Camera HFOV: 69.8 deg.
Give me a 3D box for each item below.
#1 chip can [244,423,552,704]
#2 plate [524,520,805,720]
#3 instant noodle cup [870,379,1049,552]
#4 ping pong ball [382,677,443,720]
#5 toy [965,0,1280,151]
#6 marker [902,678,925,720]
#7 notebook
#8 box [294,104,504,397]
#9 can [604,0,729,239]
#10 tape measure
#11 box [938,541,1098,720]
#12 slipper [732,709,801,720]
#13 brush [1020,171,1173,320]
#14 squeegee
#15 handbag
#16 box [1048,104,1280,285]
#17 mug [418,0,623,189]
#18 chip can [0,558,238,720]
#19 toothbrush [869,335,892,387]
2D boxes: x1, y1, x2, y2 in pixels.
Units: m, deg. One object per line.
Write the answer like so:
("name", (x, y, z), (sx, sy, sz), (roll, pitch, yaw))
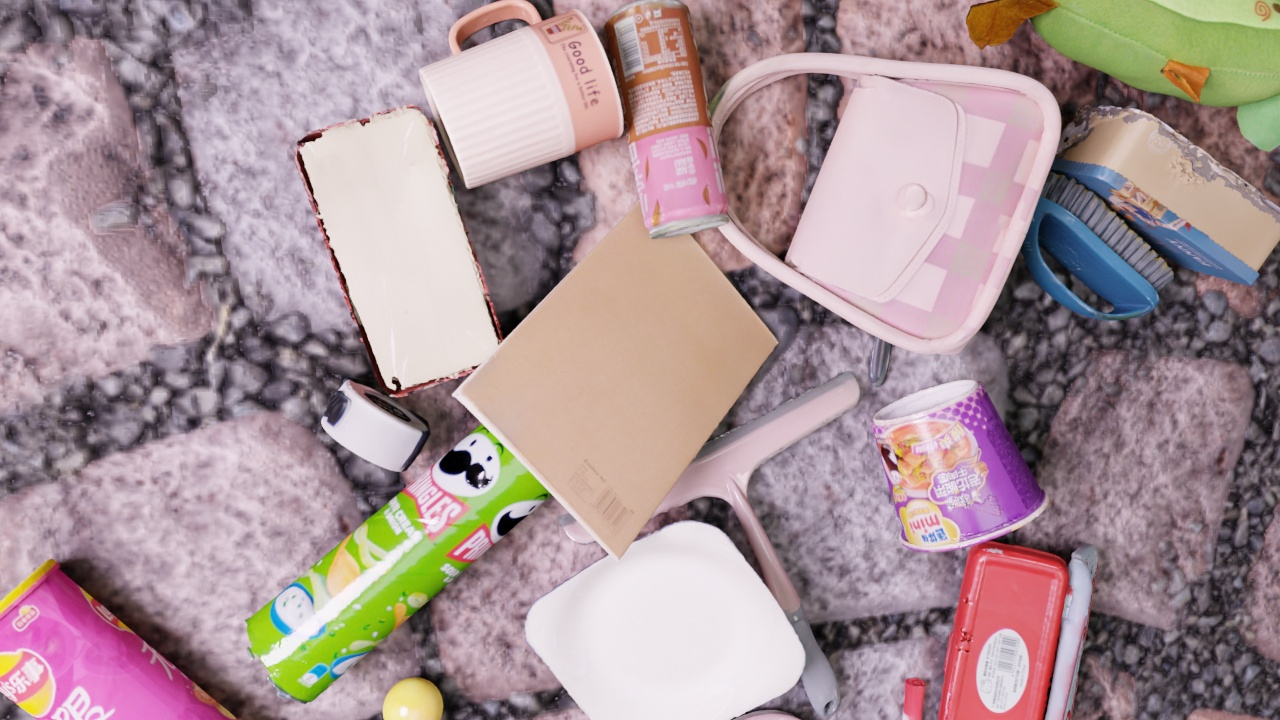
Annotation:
("chip can", (-0.145, 0.119, 0.602), (0.236, 0.072, 0.072), (-40, 104, -6))
("plate", (0.018, 0.195, 0.654), (0.164, 0.034, 0.164), (-31, 106, 9))
("instant noodle cup", (0.226, 0.074, 0.674), (0.111, 0.112, 0.099), (-25, 93, -10))
("ping pong ball", (-0.156, 0.238, 0.628), (0.040, 0.040, 0.040), (-2, 97, -14))
("toy", (0.355, -0.242, 0.642), (0.247, 0.090, 0.226), (19, 51, 1))
("marker", (0.218, 0.330, 0.745), (0.017, 0.017, 0.145), (1, 96, -14))
("notebook", (-0.004, 0.004, 0.609), (0.149, 0.012, 0.210), (49, 59, -15))
("box", (-0.146, -0.068, 0.576), (0.091, 0.076, 0.168), (-19, 101, -10))
("can", (0.018, -0.158, 0.607), (0.058, 0.058, 0.147), (-12, 93, -13))
("tape measure", (-0.170, 0.042, 0.588), (0.065, 0.066, 0.033), (32, 89, -16))
("box", (0.311, 0.246, 0.748), (0.119, 0.098, 0.201), (9, 96, 17))
("slipper", (0.041, 0.384, 0.688), (0.114, 0.054, 0.274), (41, 86, -15))
("brush", (0.342, -0.078, 0.707), (0.144, 0.055, 0.073), (35, 87, -16))
("squeegee", (0.104, 0.172, 0.687), (0.247, 0.040, 0.249), (-27, 103, -10))
("handbag", (0.152, -0.125, 0.641), (0.234, 0.093, 0.193), (21, 97, 2))
("box", (0.403, -0.123, 0.698), (0.184, 0.089, 0.061), (30, 101, -14))
("mug", (-0.082, -0.177, 0.583), (0.106, 0.082, 0.114), (-23, 75, -9))
("chip can", (-0.314, 0.220, 0.571), (0.071, 0.071, 0.210), (-43, 105, -6))
("toothbrush", (0.192, -0.069, 0.692), (0.015, 0.018, 0.181), (5, 97, -18))
